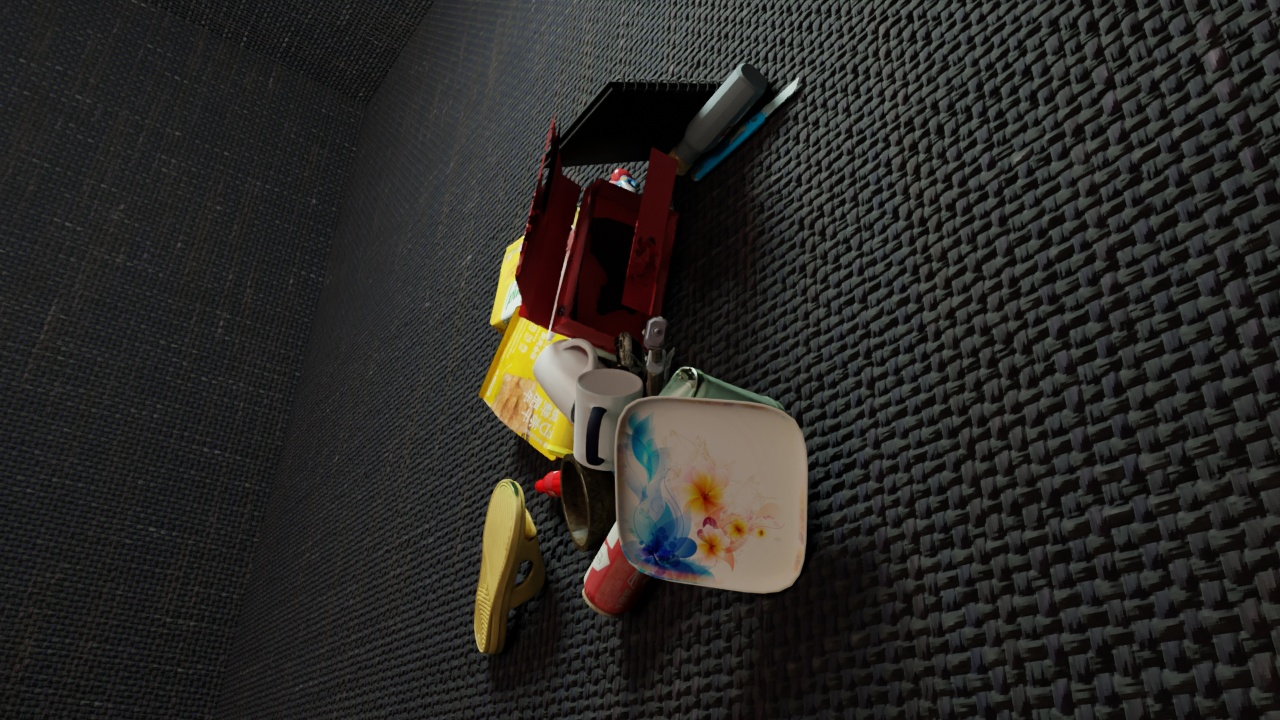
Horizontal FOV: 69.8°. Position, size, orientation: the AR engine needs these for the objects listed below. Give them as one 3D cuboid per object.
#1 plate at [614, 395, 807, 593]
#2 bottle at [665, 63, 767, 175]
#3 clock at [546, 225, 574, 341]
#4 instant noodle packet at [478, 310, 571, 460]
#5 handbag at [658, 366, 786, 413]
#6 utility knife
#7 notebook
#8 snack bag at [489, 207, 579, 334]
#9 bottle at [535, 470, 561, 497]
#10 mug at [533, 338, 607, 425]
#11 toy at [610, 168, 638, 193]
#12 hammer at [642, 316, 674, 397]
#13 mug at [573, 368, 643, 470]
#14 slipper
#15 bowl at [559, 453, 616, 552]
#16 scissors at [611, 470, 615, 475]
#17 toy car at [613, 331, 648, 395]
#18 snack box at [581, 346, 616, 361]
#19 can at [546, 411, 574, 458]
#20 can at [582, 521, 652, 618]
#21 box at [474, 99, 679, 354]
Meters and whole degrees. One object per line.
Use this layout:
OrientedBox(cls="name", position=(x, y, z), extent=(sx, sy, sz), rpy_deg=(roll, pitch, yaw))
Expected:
OrientedBox(cls="plate", position=(0.066, 0.125, 0.869), extent=(0.187, 0.016, 0.187), rpy_deg=(3, 103, 20))
OrientedBox(cls="bottle", position=(0.094, -0.308, 1.190), extent=(0.162, 0.046, 0.072), rpy_deg=(-44, 8, 33))
OrientedBox(cls="clock", position=(-0.081, -0.111, 1.277), extent=(0.073, 0.125, 0.161), rpy_deg=(6, 102, 35))
OrientedBox(cls="instant noodle packet", position=(-0.140, 0.033, 1.360), extent=(0.221, 0.084, 0.163), rpy_deg=(36, 103, 53))
OrientedBox(cls="handbag", position=(0.073, 0.070, 0.929), extent=(0.106, 0.121, 0.067), rpy_deg=(-59, 31, 17))
OrientedBox(cls="utility knife", position=(0.129, -0.290, 1.173), extent=(0.210, 0.015, 0.031), rpy_deg=(-35, 43, 42))
OrientedBox(cls="notebook", position=(-0.002, -0.314, 1.214), extent=(0.170, 0.230, 0.019), rpy_deg=(-37, 76, 43))
OrientedBox(cls="snack bag", position=(-0.161, -0.139, 1.497), extent=(0.248, 0.068, 0.159), rpy_deg=(-21, 55, 52))
OrientedBox(cls="bottle", position=(-0.110, 0.168, 1.252), extent=(0.119, 0.036, 0.036), rpy_deg=(-17, 58, 55))
OrientedBox(cls="mug", position=(-0.081, 0.013, 1.149), extent=(0.087, 0.080, 0.114), rpy_deg=(43, 140, 30))
OrientedBox(cls="toy", position=(-0.031, -0.213, 1.340), extent=(0.124, 0.097, 0.131), rpy_deg=(-41, 21, 30))
OrientedBox(cls="hammer", position=(0.016, 0.018, 0.981), extent=(0.317, 0.028, 0.147), rpy_deg=(86, -166, -75))
OrientedBox(cls="mug", position=(-0.042, 0.075, 1.072), extent=(0.111, 0.079, 0.097), rpy_deg=(-59, -25, -64))
OrientedBox(cls="slipper", position=(-0.171, 0.286, 1.247), extent=(0.099, 0.078, 0.264), rpy_deg=(-127, 46, -56))
OrientedBox(cls="bowl", position=(-0.055, 0.170, 1.129), extent=(0.121, 0.056, 0.121), rpy_deg=(172, 90, -70))
OrientedBox(cls="scissors", position=(-0.032, 0.125, 1.180), extent=(0.141, 0.014, 0.090), rpy_deg=(-51, 36, 32))
OrientedBox(cls="toy car", position=(-0.007, 0.007, 1.144), extent=(0.040, 0.113, 0.048), rpy_deg=(-7, 60, 7))
OrientedBox(cls="snack box", position=(-0.038, -0.078, 1.243), extent=(0.026, 0.082, 0.149), rpy_deg=(-16, 58, 55))
OrientedBox(cls="can", position=(-0.079, 0.083, 1.224), extent=(0.068, 0.067, 0.105), rpy_deg=(4, 75, 59))
OrientedBox(cls="can", position=(-0.003, 0.204, 1.025), extent=(0.170, 0.067, 0.067), rpy_deg=(-62, 31, 14))
OrientedBox(cls="box", position=(-0.087, -0.148, 1.149), extent=(0.124, 0.315, 0.210), rpy_deg=(-3, 67, 37))
